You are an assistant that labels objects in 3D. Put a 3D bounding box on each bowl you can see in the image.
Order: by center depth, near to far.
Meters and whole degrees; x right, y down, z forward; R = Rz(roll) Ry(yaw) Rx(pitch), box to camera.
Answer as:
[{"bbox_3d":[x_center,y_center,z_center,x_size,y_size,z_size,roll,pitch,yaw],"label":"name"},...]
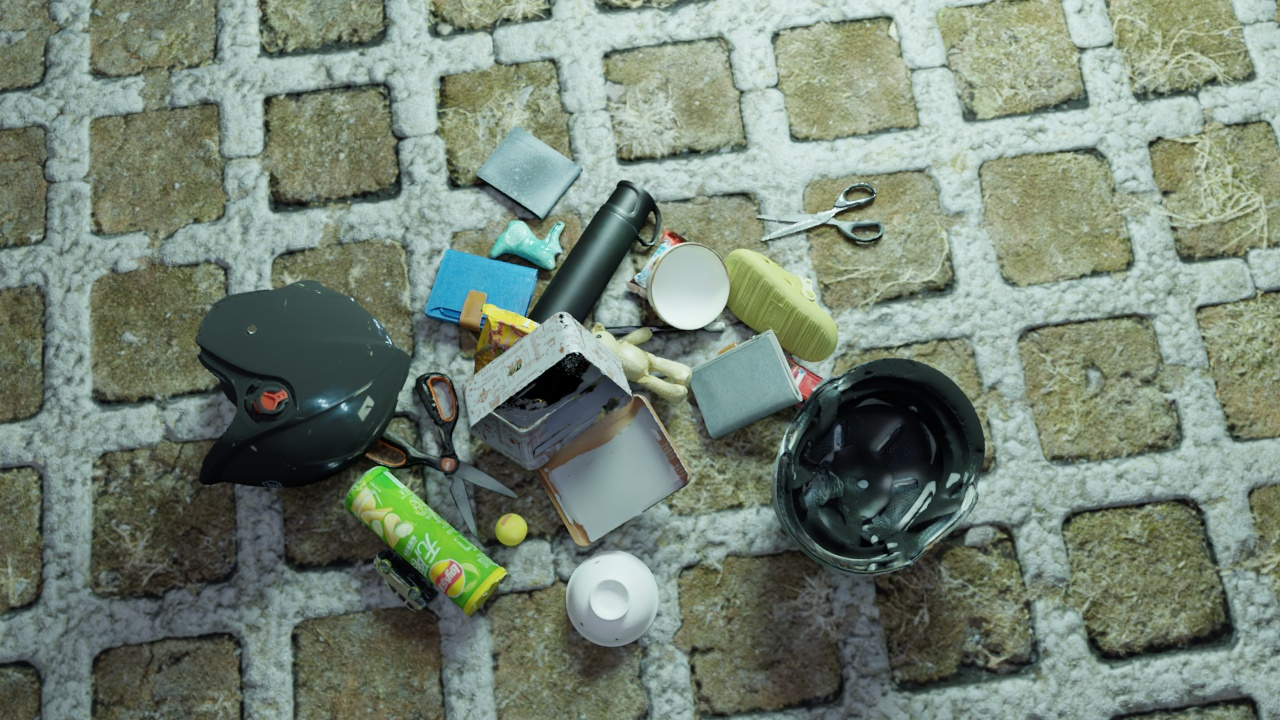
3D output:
[{"bbox_3d":[-0.036,0.295,1.136,0.118,0.065,0.118,0,78,0],"label":"bowl"},{"bbox_3d":[0.056,-0.101,1.218,0.113,0.062,0.113,-4,102,-20],"label":"bowl"}]

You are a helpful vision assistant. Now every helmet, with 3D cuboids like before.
[{"bbox_3d":[-0.415,0.039,1.113,0.230,0.234,0.274,21,72,-10],"label":"helmet"},{"bbox_3d":[0.275,0.141,1.123,0.230,0.157,0.273,38,69,9],"label":"helmet"}]

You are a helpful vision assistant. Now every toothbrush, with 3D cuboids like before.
[{"bbox_3d":[0.025,-0.042,1.238,0.181,0.018,0.015,-2,84,2],"label":"toothbrush"}]

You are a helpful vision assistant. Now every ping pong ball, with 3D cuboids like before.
[{"bbox_3d":[-0.164,0.215,1.167,0.040,0.040,0.040,0,77,0],"label":"ping pong ball"}]

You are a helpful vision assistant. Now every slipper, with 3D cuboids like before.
[{"bbox_3d":[0.190,-0.075,1.219,0.190,0.092,0.081,43,41,18],"label":"slipper"}]

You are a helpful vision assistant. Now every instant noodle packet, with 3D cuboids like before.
[{"bbox_3d":[-0.161,-0.006,1.181,0.111,0.129,0.044,20,36,4],"label":"instant noodle packet"}]

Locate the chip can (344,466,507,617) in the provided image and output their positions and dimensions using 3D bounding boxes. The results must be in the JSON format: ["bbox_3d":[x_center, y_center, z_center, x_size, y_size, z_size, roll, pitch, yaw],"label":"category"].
[{"bbox_3d":[-0.272,0.223,1.150,0.221,0.073,0.072,39,80,9],"label":"chip can"}]

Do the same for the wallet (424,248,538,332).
[{"bbox_3d":[-0.215,-0.090,1.241,0.133,0.040,0.106,14,73,4],"label":"wallet"}]

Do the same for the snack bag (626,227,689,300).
[{"bbox_3d":[0.026,-0.130,1.252,0.045,0.026,0.105,34,82,0],"label":"snack bag"}]

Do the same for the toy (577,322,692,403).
[{"bbox_3d":[-0.007,0.007,1.201,0.157,0.066,0.105,24,95,13],"label":"toy"}]

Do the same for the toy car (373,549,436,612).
[{"bbox_3d":[-0.299,0.275,1.153,0.090,0.042,0.035,44,103,3],"label":"toy car"}]

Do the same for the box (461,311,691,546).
[{"bbox_3d":[-0.080,0.086,1.145,0.179,0.130,0.272,-35,107,15],"label":"box"}]

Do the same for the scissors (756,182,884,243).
[{"bbox_3d":[0.255,-0.200,1.276,0.163,0.014,0.166,33,81,10],"label":"scissors"}]

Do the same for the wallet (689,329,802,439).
[{"bbox_3d":[0.133,0.029,1.190,0.130,0.037,0.106,-27,75,25],"label":"wallet"}]

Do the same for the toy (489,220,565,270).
[{"bbox_3d":[-0.147,-0.161,1.261,0.092,0.030,0.096,30,72,2],"label":"toy"}]

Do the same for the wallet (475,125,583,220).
[{"bbox_3d":[-0.157,-0.265,1.290,0.121,0.019,0.097,35,78,9],"label":"wallet"}]

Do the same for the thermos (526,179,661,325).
[{"bbox_3d":[-0.057,-0.122,1.233,0.090,0.068,0.242,35,79,-13],"label":"thermos"}]

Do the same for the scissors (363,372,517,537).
[{"bbox_3d":[-0.262,0.116,1.200,0.221,0.022,0.224,7,77,2],"label":"scissors"}]

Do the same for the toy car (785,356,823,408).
[{"bbox_3d":[0.205,0.030,1.206,0.120,0.045,0.053,29,77,9],"label":"toy car"}]
